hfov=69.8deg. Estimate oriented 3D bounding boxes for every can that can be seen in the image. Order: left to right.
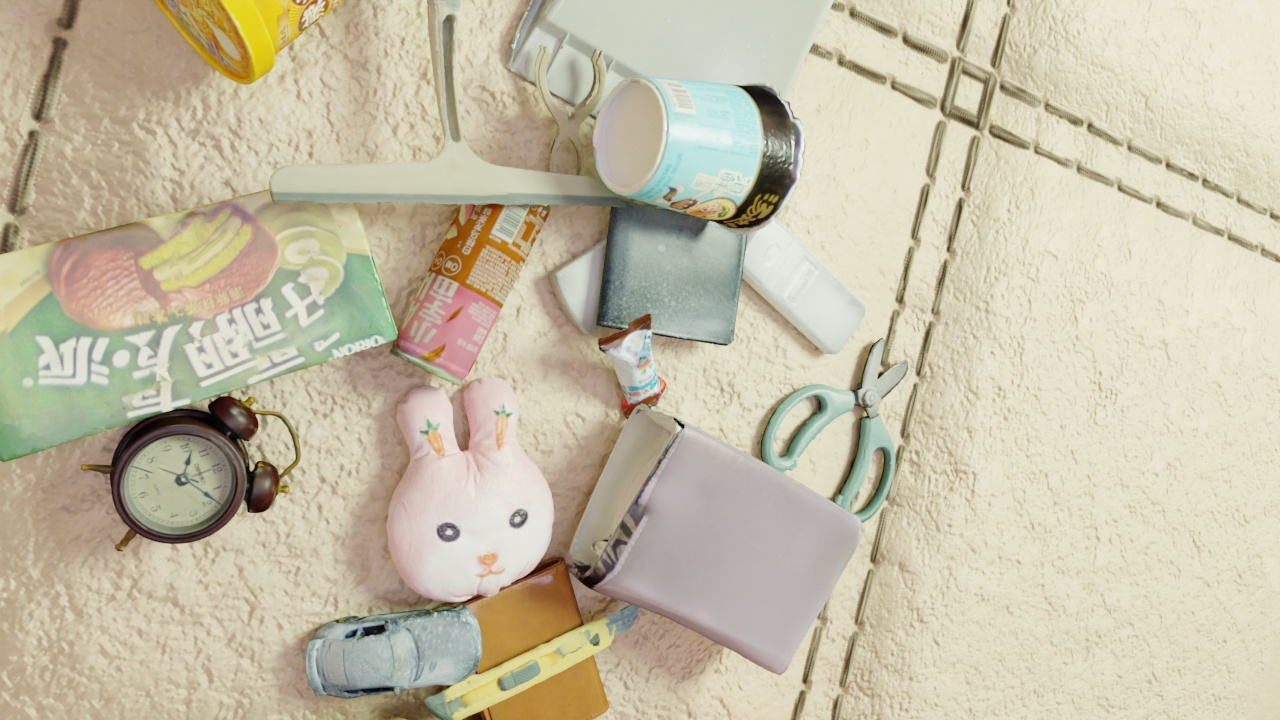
[{"bbox_3d":[-0.119,-0.059,0.646,0.058,0.058,0.147,28,84,-23],"label":"can"}]

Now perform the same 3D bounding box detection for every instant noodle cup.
[{"bbox_3d":[-0.231,-0.248,0.554,0.114,0.119,0.118,-45,110,-23],"label":"instant noodle cup"},{"bbox_3d":[0.034,-0.148,0.645,0.120,0.111,0.111,-2,96,-40],"label":"instant noodle cup"}]

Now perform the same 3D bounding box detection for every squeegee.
[{"bbox_3d":[-0.124,-0.222,0.591,0.245,0.039,0.246,-7,98,-36],"label":"squeegee"}]

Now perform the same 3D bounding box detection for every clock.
[{"bbox_3d":[-0.282,0.070,0.590,0.121,0.055,0.082,-21,102,-22],"label":"clock"}]

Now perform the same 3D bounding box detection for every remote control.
[{"bbox_3d":[-0.005,-0.076,0.714,0.135,0.019,0.056,-35,108,-17],"label":"remote control"},{"bbox_3d":[0.133,-0.063,0.774,0.136,0.020,0.055,39,81,-22],"label":"remote control"}]

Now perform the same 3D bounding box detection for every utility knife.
[{"bbox_3d":[-0.076,0.224,0.686,0.174,0.019,0.031,-22,109,-28],"label":"utility knife"}]

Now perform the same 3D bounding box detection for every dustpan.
[{"bbox_3d":[0.047,-0.309,0.721,0.222,0.142,0.258,24,114,-23],"label":"dustpan"}]

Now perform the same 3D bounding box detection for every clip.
[{"bbox_3d":[-0.040,-0.182,0.669,0.089,0.035,0.104,-20,113,-5],"label":"clip"}]

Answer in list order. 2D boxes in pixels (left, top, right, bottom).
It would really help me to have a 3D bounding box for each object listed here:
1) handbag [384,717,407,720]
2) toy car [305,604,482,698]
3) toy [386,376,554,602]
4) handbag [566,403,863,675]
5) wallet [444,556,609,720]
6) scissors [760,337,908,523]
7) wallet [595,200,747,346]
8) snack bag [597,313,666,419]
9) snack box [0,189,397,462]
[{"bbox_3d":[-0.135,0.318,0.644,0.204,0.099,0.148,32,126,-24],"label":"handbag"},{"bbox_3d":[-0.172,0.206,0.645,0.120,0.037,0.054,-7,91,-3],"label":"toy car"},{"bbox_3d":[-0.126,0.093,0.663,0.121,0.054,0.159,-10,91,-23],"label":"toy"},{"bbox_3d":[0.056,0.140,0.718,0.197,0.098,0.145,30,81,-24],"label":"handbag"},{"bbox_3d":[-0.089,0.230,0.701,0.107,0.031,0.132,-20,101,-22],"label":"wallet"},{"bbox_3d":[0.191,0.072,0.814,0.174,0.019,0.177,-35,106,-18],"label":"scissors"},{"bbox_3d":[0.027,-0.066,0.708,0.120,0.019,0.097,8,91,-26],"label":"wallet"},{"bbox_3d":[-0.004,0.004,0.698,0.045,0.026,0.105,-26,144,-7],"label":"snack bag"},{"bbox_3d":[-0.285,-0.033,0.574,0.239,0.063,0.114,-19,103,-21],"label":"snack box"}]
